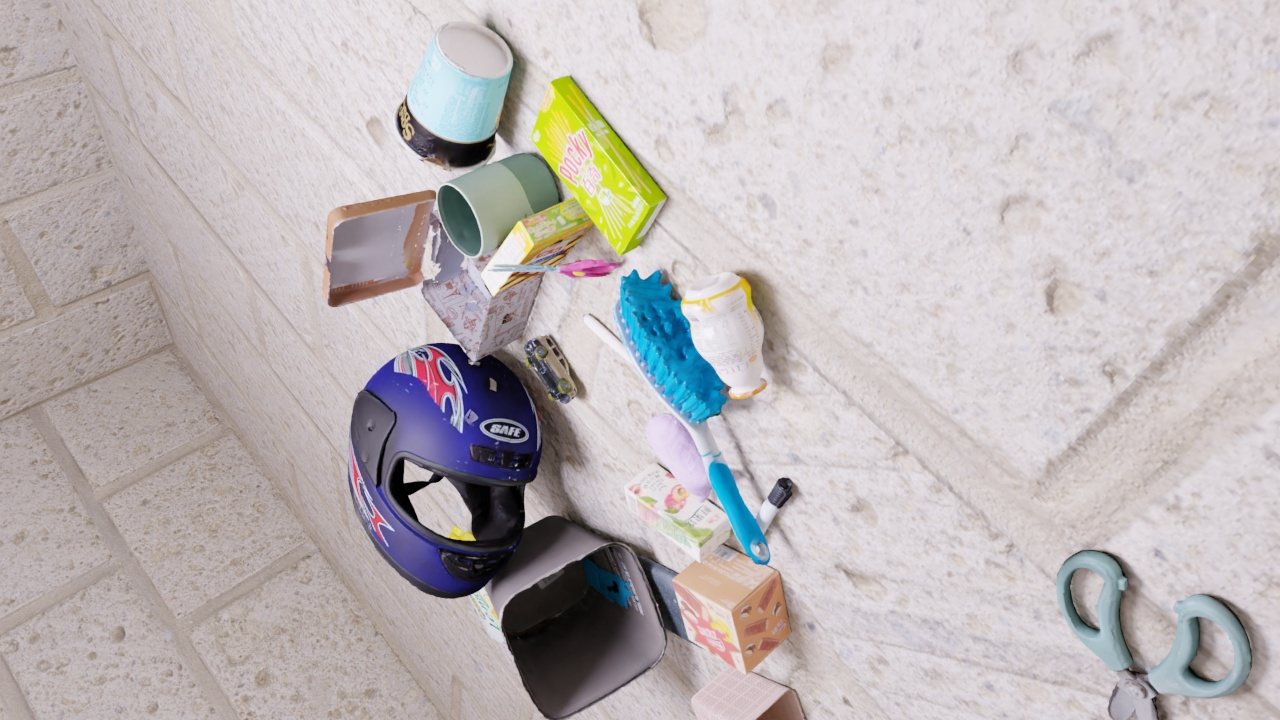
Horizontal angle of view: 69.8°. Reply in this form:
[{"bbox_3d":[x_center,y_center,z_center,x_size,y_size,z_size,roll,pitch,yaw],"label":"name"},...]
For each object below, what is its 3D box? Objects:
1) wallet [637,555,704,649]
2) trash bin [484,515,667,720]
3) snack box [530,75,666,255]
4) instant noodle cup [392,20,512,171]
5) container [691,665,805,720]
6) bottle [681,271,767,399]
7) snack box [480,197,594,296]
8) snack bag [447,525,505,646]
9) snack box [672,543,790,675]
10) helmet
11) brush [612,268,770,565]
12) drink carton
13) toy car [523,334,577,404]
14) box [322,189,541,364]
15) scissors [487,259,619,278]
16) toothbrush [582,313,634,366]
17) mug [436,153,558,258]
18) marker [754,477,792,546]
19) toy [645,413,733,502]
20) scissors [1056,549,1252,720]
[{"bbox_3d":[0.042,0.318,1.202,0.097,0.019,0.121,15,130,47],"label":"wallet"},{"bbox_3d":[-0.108,0.329,1.251,0.220,0.198,0.199,20,132,65],"label":"trash bin"},{"bbox_3d":[-0.044,-0.185,0.875,0.156,0.026,0.086,53,148,9],"label":"snack box"},{"bbox_3d":[-0.183,-0.272,0.931,0.111,0.111,0.121,52,141,10],"label":"instant noodle cup"},{"bbox_3d":[0.130,0.437,1.114,0.111,0.089,0.090,6,122,56],"label":"container"},{"bbox_3d":[0.079,-0.021,0.809,0.063,0.063,0.108,2,118,54],"label":"bottle"},{"bbox_3d":[-0.108,-0.120,0.963,0.033,0.086,0.141,58,149,4],"label":"snack box"},{"bbox_3d":[-0.257,0.416,1.660,0.158,0.068,0.246,0,117,54],"label":"snack bag"},{"bbox_3d":[0.102,0.274,1.020,0.093,0.076,0.094,18,131,47],"label":"snack box"},{"bbox_3d":[-0.243,0.117,1.198,0.241,0.247,0.315,-56,47,24],"label":"helmet"},{"bbox_3d":[0.061,0.060,0.907,0.314,0.060,0.110,58,155,7],"label":"brush"},{"bbox_3d":[0.042,0.172,1.039,0.122,0.053,0.046,32,145,36],"label":"drink carton"},{"bbox_3d":[-0.108,0.012,1.128,0.090,0.035,0.042,58,150,0],"label":"toy car"},{"bbox_3d":[-0.243,-0.088,1.092,0.157,0.217,0.181,61,149,19],"label":"box"},{"bbox_3d":[-0.093,-0.092,0.937,0.072,0.137,0.017,158,108,-71],"label":"scissors"},{"bbox_3d":[-0.006,0.006,0.997,0.180,0.016,0.016,43,144,24],"label":"toothbrush"},{"bbox_3d":[-0.151,-0.159,0.971,0.082,0.106,0.112,53,148,7],"label":"mug"},{"bbox_3d":[0.129,0.160,0.938,0.131,0.018,0.022,106,154,-50],"label":"marker"},{"bbox_3d":[0.047,0.101,0.983,0.108,0.038,0.084,51,145,6],"label":"toy"},{"bbox_3d":[0.350,0.208,0.669,0.161,0.019,0.179,35,143,32],"label":"scissors"}]
